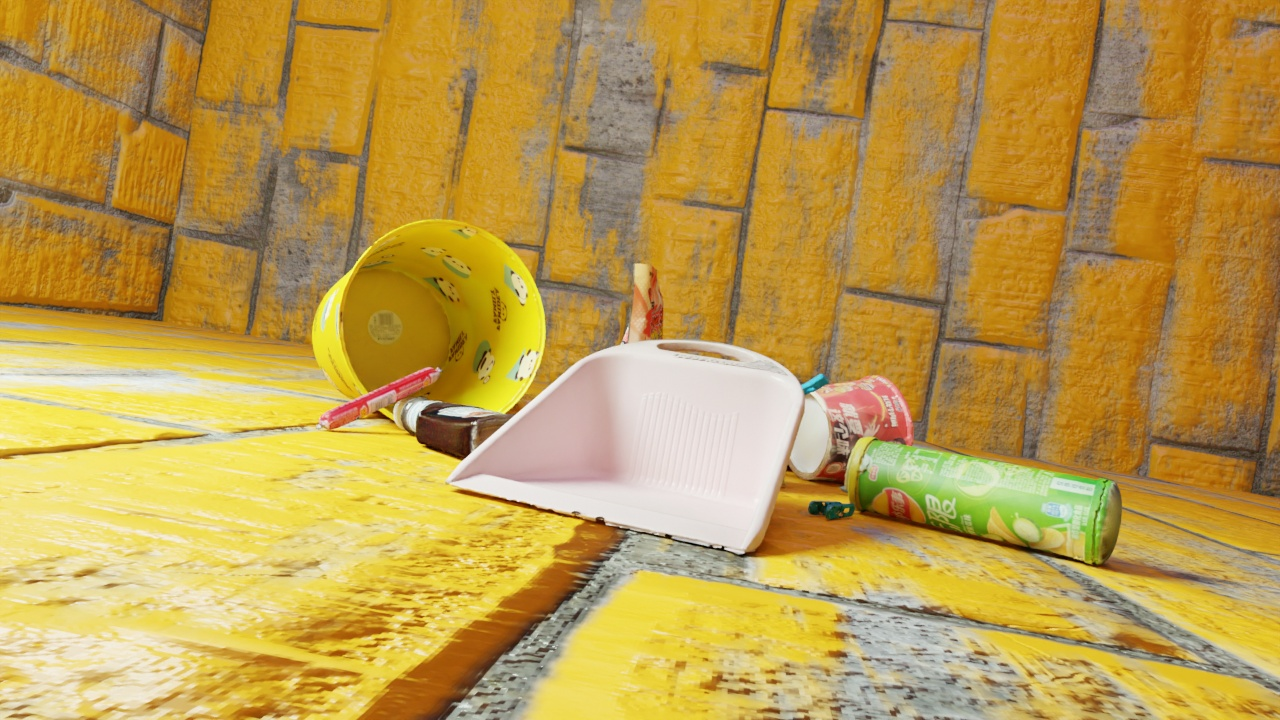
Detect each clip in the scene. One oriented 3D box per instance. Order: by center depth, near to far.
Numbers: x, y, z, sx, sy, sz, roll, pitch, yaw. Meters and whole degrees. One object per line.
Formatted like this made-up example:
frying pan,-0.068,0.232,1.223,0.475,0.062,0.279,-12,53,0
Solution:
clip,0.168,0.129,0.797,0.046,0.014,0.057,6,-1,38

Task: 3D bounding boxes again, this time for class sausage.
sausage,-0.256,0.037,0.911,0.020,0.020,0.155,9,24,35

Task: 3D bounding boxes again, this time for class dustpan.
dustpan,0.011,0.042,0.714,0.223,0.139,0.273,9,-1,16

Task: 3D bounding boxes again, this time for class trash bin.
trash bin,-0.269,-0.033,1.088,0.229,0.229,0.256,9,-6,-30

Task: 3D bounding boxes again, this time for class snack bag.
snack bag,-0.006,0.006,0.986,0.073,0.208,0.128,10,-1,8

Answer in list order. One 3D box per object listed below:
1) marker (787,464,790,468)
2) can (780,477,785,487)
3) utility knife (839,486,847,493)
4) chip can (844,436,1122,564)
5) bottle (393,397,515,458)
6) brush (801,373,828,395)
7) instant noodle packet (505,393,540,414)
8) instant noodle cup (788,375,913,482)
marker,0.184,0.132,1.263,0.022,0.018,0.131,-1,3,-19
can,0.118,0.087,0.959,0.057,0.083,0.102,9,0,33
utility knife,0.293,0.149,0.959,0.171,0.013,0.029,7,1,31
chip can,0.296,0.120,0.803,0.222,0.072,0.072,8,0,35
bottle,-0.177,0.062,0.872,0.079,0.044,0.195,-1,5,-39
brush,0.091,0.059,1.044,0.255,0.045,0.083,-18,-22,23
instant noodle packet,-0.126,0.071,1.229,0.111,0.044,0.128,11,3,30
instant noodle cup,0.242,0.087,1.102,0.108,0.138,0.138,0,3,-24
